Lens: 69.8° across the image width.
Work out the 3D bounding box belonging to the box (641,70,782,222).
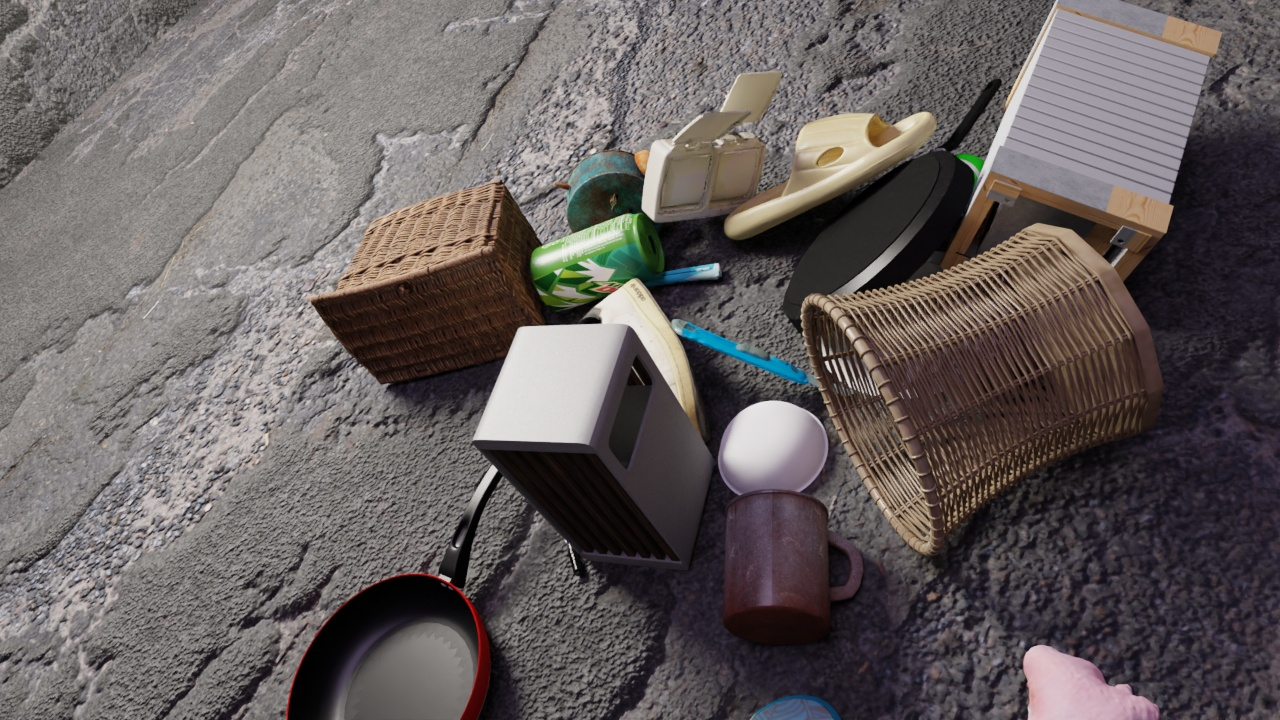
[{"bbox_3d":[0.085,-0.234,1.037,0.145,0.186,0.065,-14,63,-24],"label":"box"}]

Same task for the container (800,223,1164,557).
[{"bbox_3d":[0.268,0.014,0.744,0.196,0.227,0.226,-24,46,-1],"label":"container"}]

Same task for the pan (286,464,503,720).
[{"bbox_3d":[-0.204,0.247,0.897,0.209,0.067,0.355,12,60,34],"label":"pan"}]

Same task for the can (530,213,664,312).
[{"bbox_3d":[-0.051,-0.117,1.091,0.144,0.083,0.082,-17,48,21],"label":"can"}]

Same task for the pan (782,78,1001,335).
[{"bbox_3d":[0.265,-0.168,0.924,0.355,0.034,0.226,-53,13,-15],"label":"pan"}]

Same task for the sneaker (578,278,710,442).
[{"bbox_3d":[-0.006,0.006,0.971,0.102,0.089,0.241,-23,42,-3],"label":"sneaker"}]

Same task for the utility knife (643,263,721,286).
[{"bbox_3d":[0.042,-0.098,1.084,0.118,0.015,0.022,-6,46,27],"label":"utility knife"}]

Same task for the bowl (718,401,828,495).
[{"bbox_3d":[0.121,0.077,0.882,0.110,0.040,0.109,-14,49,17],"label":"bowl"}]

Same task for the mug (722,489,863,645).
[{"bbox_3d":[0.130,0.178,0.775,0.123,0.096,0.110,10,59,-4],"label":"mug"}]

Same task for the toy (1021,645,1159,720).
[{"bbox_3d":[0.309,0.250,0.639,0.093,0.050,0.102,-2,50,30],"label":"toy"}]

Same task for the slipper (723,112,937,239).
[{"bbox_3d":[0.189,-0.215,1.003,0.262,0.079,0.111,-25,18,35],"label":"slipper"}]

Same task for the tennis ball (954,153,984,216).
[{"bbox_3d":[0.337,-0.184,0.964,0.065,0.065,0.065,-14,49,17],"label":"tennis ball"}]

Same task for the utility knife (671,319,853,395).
[{"bbox_3d":[0.119,-0.002,0.911,0.196,0.015,0.031,23,33,8],"label":"utility knife"}]

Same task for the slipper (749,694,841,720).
[{"bbox_3d":[0.135,0.369,0.629,0.118,0.060,0.294,-27,46,10],"label":"slipper"}]

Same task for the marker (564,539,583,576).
[{"bbox_3d":[-0.079,0.158,0.942,0.011,0.011,0.152,-27,46,5],"label":"marker"}]

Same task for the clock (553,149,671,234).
[{"bbox_3d":[-0.015,-0.195,1.122,0.158,0.121,0.073,-14,44,9],"label":"clock"}]

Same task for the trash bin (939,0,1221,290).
[{"bbox_3d":[0.403,-0.192,0.850,0.142,0.143,0.246,24,65,12],"label":"trash bin"}]

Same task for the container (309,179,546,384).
[{"bbox_3d":[-0.244,-0.105,1.144,0.250,0.162,0.182,-13,45,17],"label":"container"}]

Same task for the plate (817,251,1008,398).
[{"bbox_3d":[0.268,-0.045,0.921,0.189,0.016,0.188,-14,49,17],"label":"plate"}]

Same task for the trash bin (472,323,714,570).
[{"bbox_3d":[-0.031,0.083,0.826,0.115,0.229,0.114,-1,54,27],"label":"trash bin"}]
